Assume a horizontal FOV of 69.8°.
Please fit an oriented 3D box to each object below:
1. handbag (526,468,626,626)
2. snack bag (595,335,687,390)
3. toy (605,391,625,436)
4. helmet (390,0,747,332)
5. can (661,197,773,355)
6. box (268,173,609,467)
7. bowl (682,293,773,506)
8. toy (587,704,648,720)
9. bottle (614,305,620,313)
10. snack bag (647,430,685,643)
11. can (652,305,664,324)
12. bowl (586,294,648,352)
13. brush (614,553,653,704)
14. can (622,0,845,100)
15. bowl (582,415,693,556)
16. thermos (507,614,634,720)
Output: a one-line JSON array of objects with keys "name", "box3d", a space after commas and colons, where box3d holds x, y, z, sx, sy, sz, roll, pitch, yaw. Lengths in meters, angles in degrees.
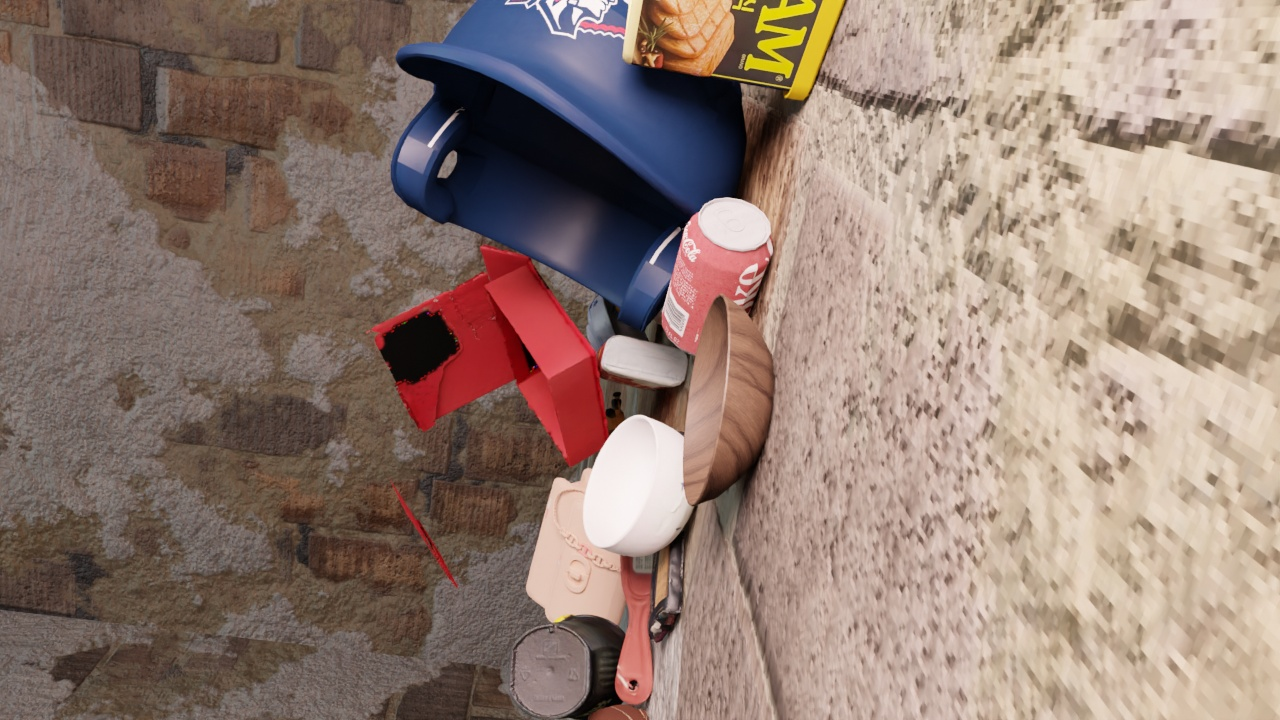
[{"name": "handbag", "box3d": [-0.014, 0.188, 0.992, 0.186, 0.117, 0.199, -11, -57, -51]}, {"name": "snack bag", "box3d": [-0.006, 0.005, 0.930, 0.225, 0.077, 0.041, 167, 116, -85]}, {"name": "toy", "box3d": [-0.026, 0.082, 1.082, 0.076, 0.063, 0.100, -59, -35, -54]}, {"name": "helmet", "box3d": [-0.039, -0.161, 0.618, 0.223, 0.232, 0.272, -63, -10, 9]}, {"name": "can", "box3d": [0.047, -0.050, 0.565, 0.097, 0.054, 0.053, 104, 172, -50]}, {"name": "box", "box3d": [-0.199, -0.054, 0.990, 0.107, 0.410, 0.212, -52, -19, -23]}, {"name": "bowl", "box3d": [0.051, 0.024, 0.515, 0.119, 0.032, 0.119, -174, 92, -85]}, {"name": "toy", "box3d": [-0.009, 0.320, 0.715, 0.103, 0.070, 0.090, -7, 87, 62]}, {"name": "bottle", "box3d": [0.004, -0.092, 1.054, 0.109, 0.063, 0.063, 103, 173, -58]}, {"name": "snack bag", "box3d": [0.022, 0.139, 0.731, 0.075, 0.018, 0.155, 108, 169, -56]}, {"name": "can", "box3d": [0.028, -0.082, 0.944, 0.032, 0.032, 0.095, 106, 171, -58]}, {"name": "bowl", "box3d": [-0.033, -0.030, 1.109, 0.114, 0.045, 0.114, 54, -161, -29]}, {"name": "brush", "box3d": [0.002, 0.203, 0.787, 0.030, 0.041, 0.172, 55, -142, -71]}, {"name": "can", "box3d": [0.052, -0.213, 0.475, 0.135, 0.104, 0.075, 105, 171, -55]}, {"name": "bowl", "box3d": [0.005, 0.098, 0.689, 0.105, 0.054, 0.104, -46, 30, 37]}, {"name": "thermos", "box3d": [-0.059, 0.267, 0.803, 0.221, 0.098, 0.098, 68, -153, -72]}]
